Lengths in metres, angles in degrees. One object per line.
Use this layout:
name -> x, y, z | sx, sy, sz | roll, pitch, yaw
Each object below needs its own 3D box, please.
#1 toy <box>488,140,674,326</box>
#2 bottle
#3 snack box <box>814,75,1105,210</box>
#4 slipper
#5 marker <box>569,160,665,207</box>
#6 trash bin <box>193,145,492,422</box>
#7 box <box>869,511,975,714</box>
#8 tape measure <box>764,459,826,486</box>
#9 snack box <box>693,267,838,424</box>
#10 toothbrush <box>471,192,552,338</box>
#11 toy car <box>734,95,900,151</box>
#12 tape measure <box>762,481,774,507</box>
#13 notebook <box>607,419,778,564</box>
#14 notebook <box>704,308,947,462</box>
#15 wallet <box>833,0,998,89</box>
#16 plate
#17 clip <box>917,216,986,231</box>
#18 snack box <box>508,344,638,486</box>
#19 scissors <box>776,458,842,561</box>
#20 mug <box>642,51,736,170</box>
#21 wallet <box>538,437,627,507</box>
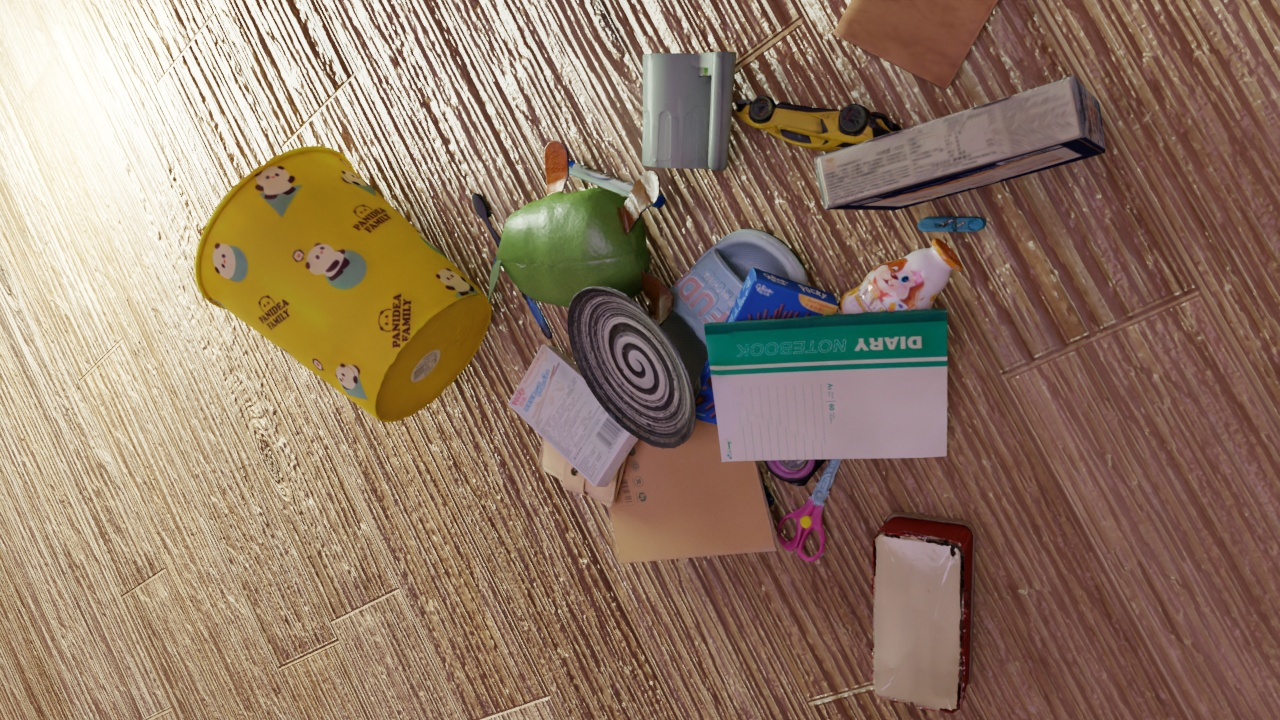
toy -> -0.062, -0.113, 0.946 | 0.247, 0.089, 0.227 | 5, 111, 40
bottle -> 0.230, -0.060, 0.811 | 0.109, 0.063, 0.063 | -43, 78, 29
snack box -> 0.251, -0.159, 0.707 | 0.178, 0.182, 0.046 | -12, 92, 32
slipper -> 0.057, -0.034, 0.911 | 0.104, 0.074, 0.246 | 51, 121, 12
marker -> -0.038, -0.190, 0.966 | 0.146, 0.016, 0.017 | 25, 112, 24
trash bin -> -0.324, -0.077, 1.047 | 0.255, 0.229, 0.230 | 38, 117, 11
box -> 0.258, 0.235, 0.850 | 0.091, 0.076, 0.168 | 3, 102, 29
tape measure -> 0.152, 0.090, 0.903 | 0.058, 0.039, 0.057 | 37, 113, 13
snack box -> 0.111, -0.003, 0.858 | 0.084, 0.026, 0.157 | 17, 118, -13
toothbrush -> -0.146, -0.109, 1.051 | 0.014, 0.016, 0.189 | -29, 88, 22
toy car -> 0.156, -0.209, 0.818 | 0.156, 0.071, 0.041 | 17, 105, 29
tape measure -> 0.107, 0.138, 0.947 | 0.058, 0.025, 0.055 | 52, 125, 20
notebook -> 0.041, 0.138, 0.976 | 0.208, 0.008, 0.148 | -15, 88, 38
notebook -> 0.169, 0.026, 0.831 | 0.209, 0.012, 0.150 | -3, 119, 14
wallet -> 0.237, -0.301, 0.782 | 0.115, 0.020, 0.101 | 35, 115, 16
plate -> -0.005, 0.005, 0.892 | 0.179, 0.024, 0.180 | 34, 142, 32
clip -> 0.271, -0.119, 0.799 | 0.057, 0.043, 0.014 | 4, 105, 29
snack box -> -0.072, 0.059, 1.008 | 0.157, 0.026, 0.085 | 40, 105, 30
scissors -> 0.176, 0.136, 0.913 | 0.057, 0.017, 0.133 | 30, 110, 32
mug -> 0.050, -0.231, 0.854 | 0.124, 0.083, 0.103 | -146, 54, -62
wallet -> -0.068, 0.110, 1.035 | 0.115, 0.024, 0.087 | 21, 111, 32
